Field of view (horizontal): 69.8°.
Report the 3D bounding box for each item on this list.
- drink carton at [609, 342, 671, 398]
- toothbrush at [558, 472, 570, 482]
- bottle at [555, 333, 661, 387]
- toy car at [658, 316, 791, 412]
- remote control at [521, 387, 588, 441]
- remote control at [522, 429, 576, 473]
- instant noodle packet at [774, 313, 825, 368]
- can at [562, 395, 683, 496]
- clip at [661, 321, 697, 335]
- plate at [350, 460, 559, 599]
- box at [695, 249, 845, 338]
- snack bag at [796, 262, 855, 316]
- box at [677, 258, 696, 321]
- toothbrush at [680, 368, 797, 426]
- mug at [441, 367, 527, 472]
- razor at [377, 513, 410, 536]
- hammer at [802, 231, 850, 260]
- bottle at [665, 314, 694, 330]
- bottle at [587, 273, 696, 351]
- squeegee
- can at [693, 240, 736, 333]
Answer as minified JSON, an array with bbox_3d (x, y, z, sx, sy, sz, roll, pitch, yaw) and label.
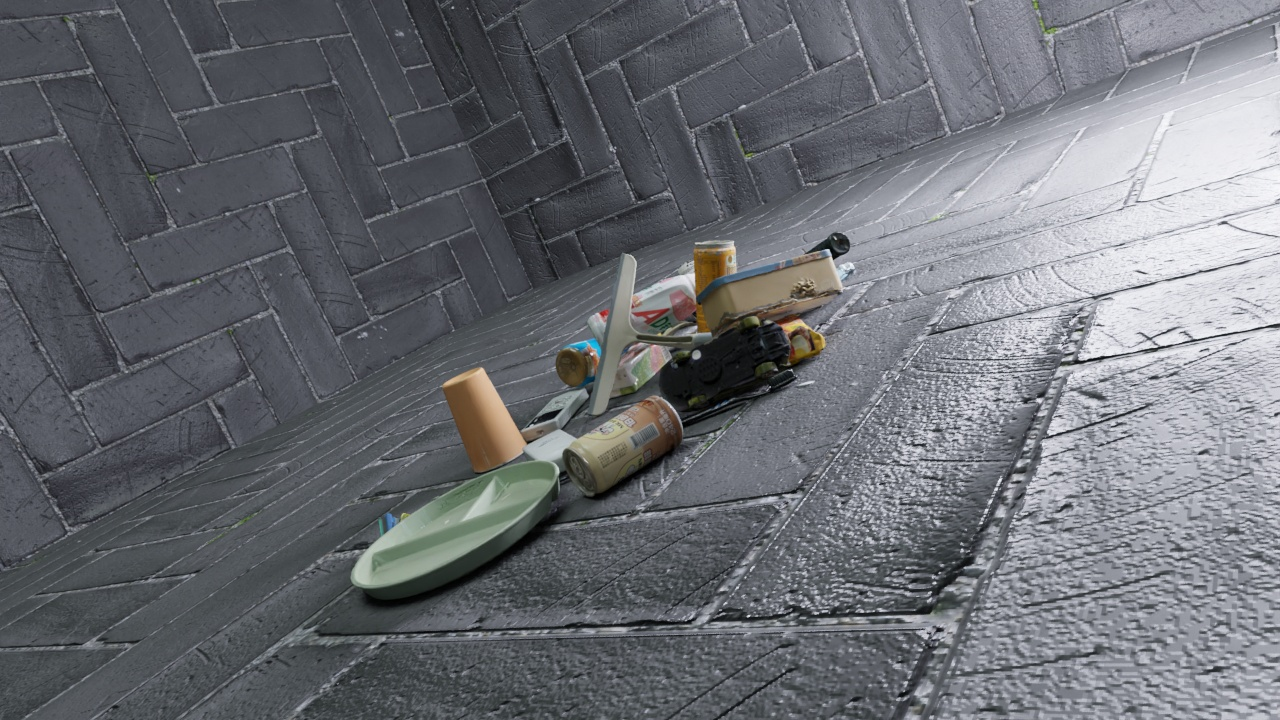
[{"bbox_3d":[-0.008,0.008,1.316,0.054,0.045,0.122,-15,14,35],"label":"drink carton"},{"bbox_3d":[-0.071,0.119,0.990,0.189,0.018,0.014,-23,13,11],"label":"toothbrush"},{"bbox_3d":[-0.041,-0.015,1.427,0.065,0.065,0.218,-15,5,39],"label":"bottle"},{"bbox_3d":[0.093,0.006,1.031,0.158,0.070,0.042,-24,-23,18],"label":"toy car"},{"bbox_3d":[-0.120,0.074,1.297,0.058,0.021,0.149,-20,10,18],"label":"remote control"},{"bbox_3d":[-0.102,0.109,1.090,0.056,0.019,0.135,-26,11,-16],"label":"remote control"},{"bbox_3d":[0.160,-0.020,1.107,0.111,0.044,0.128,-18,11,6],"label":"instant noodle packet"},{"bbox_3d":[-0.016,0.085,0.923,0.116,0.058,0.059,-29,12,-27],"label":"can"},{"bbox_3d":[0.044,-0.032,1.421,0.100,0.072,0.035,-20,11,-13],"label":"clip"},{"bbox_3d":[-0.182,0.169,0.929,0.230,0.027,0.230,-25,12,6],"label":"plate"},{"bbox_3d":[0.157,-0.082,1.149,0.184,0.062,0.090,-14,-10,-20],"label":"box"},{"bbox_3d":[0.226,-0.088,1.302,0.190,0.039,0.111,-31,-2,-43],"label":"snack bag"},{"bbox_3d":[0.101,-0.098,1.411,0.075,0.086,0.162,-21,33,-2],"label":"box"},{"bbox_3d":[0.082,0.051,1.001,0.190,0.016,0.014,-23,3,8],"label":"toothbrush"},{"bbox_3d":[-0.208,0.075,1.203,0.078,0.123,0.078,-22,11,4],"label":"mug"},{"bbox_3d":[-0.227,0.172,1.047,0.142,0.022,0.042,-21,41,-8],"label":"razor"},{"bbox_3d":[0.212,-0.120,1.321,0.128,0.033,0.301,-31,-1,-21],"label":"hammer"},{"bbox_3d":[0.040,-0.087,1.614,0.190,0.068,0.067,-18,12,28],"label":"bottle"},{"bbox_3d":[0.024,-0.074,1.315,0.197,0.068,0.068,-27,11,-2],"label":"bottle"},{"bbox_3d":[0.070,-0.029,1.229,0.247,0.246,0.039,2,-23,21],"label":"squeegee"},{"bbox_3d":[0.105,-0.091,1.268,0.058,0.146,0.058,-3,11,0],"label":"can"}]
